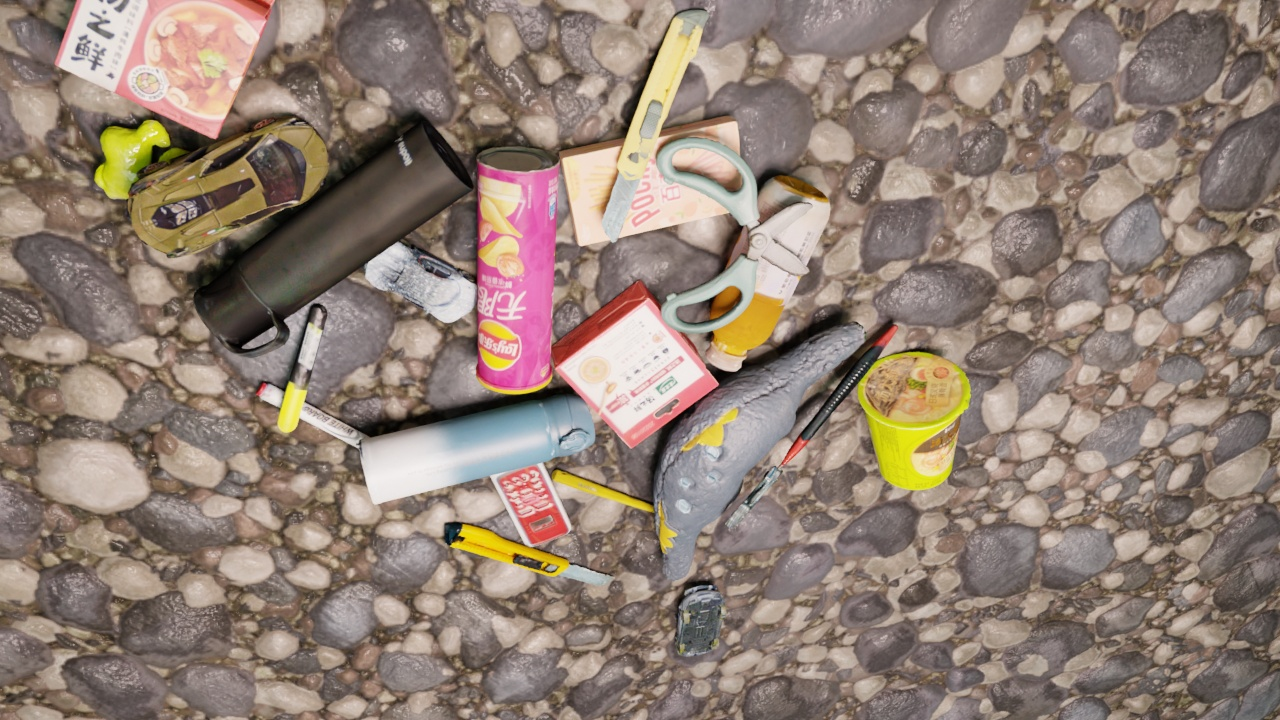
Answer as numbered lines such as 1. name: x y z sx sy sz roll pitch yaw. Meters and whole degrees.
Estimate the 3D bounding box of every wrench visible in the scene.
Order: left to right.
1. wrench: 0.178 0.068 0.950 0.016 0.056 0.273 40 85 10

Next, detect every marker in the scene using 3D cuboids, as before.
1. marker: -0.306 0.007 0.832 0.018 0.015 0.124 14 104 -27
2. marker: -0.297 0.061 0.876 0.145 0.017 0.017 35 107 -29

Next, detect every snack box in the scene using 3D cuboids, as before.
1. snack box: -0.338 -0.246 0.662 0.113 0.044 0.127 24 112 -25
2. snack box: -0.005 0.005 0.899 0.113 0.044 0.127 -36 121 8
3. snack box: 0.012 -0.159 0.814 0.157 0.026 0.084 -14 123 -6

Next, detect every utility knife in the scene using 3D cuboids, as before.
1. utility knife: -0.121 0.220 1.017 0.216 0.015 0.033 24 115 -26
2. utility knife: 0.008 -0.198 0.773 0.031 0.021 0.205 20 104 -9

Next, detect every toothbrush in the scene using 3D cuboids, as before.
1. toothbrush: -0.010 0.150 1.004 0.190 0.015 0.017 22 108 -25

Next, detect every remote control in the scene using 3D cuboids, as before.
1. remote control: -0.118 0.141 0.968 0.056 0.020 0.136 -20 124 -1

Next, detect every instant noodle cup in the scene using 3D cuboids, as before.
1. instant noodle cup: 0.294 0.072 0.986 0.111 0.111 0.123 -19 131 -2

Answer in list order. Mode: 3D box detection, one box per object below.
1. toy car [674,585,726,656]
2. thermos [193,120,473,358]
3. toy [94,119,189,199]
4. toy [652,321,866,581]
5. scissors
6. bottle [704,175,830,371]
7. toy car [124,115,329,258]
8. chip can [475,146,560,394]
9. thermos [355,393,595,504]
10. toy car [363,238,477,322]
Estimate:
1. toy car: 0.071 0.318 1.115 0.054 0.036 0.121 -7 132 -11
2. thermos: -0.249 -0.092 0.756 0.243 0.090 0.068 -35 159 8
3. toy: -0.376 -0.139 0.726 0.100 0.031 0.097 14 114 -21
4. toy: 0.093 0.089 0.946 0.137 0.091 0.357 21 113 -38
5. scissors: 0.060 -0.103 0.812 0.171 0.019 0.170 37 114 -12
6. bottle: 0.113 -0.077 0.864 0.068 0.068 0.190 12 117 -21
7. toy car: -0.317 -0.137 0.714 0.157 0.042 0.070 -34 127 -21
8. chip can: -0.109 -0.076 0.807 0.071 0.071 0.211 -2 121 -13
9. thermos: -0.155 0.082 0.884 0.220 0.070 0.070 -13 123 -11
10. toy car: -0.193 -0.069 0.815 0.105 0.031 0.049 27 111 -28
